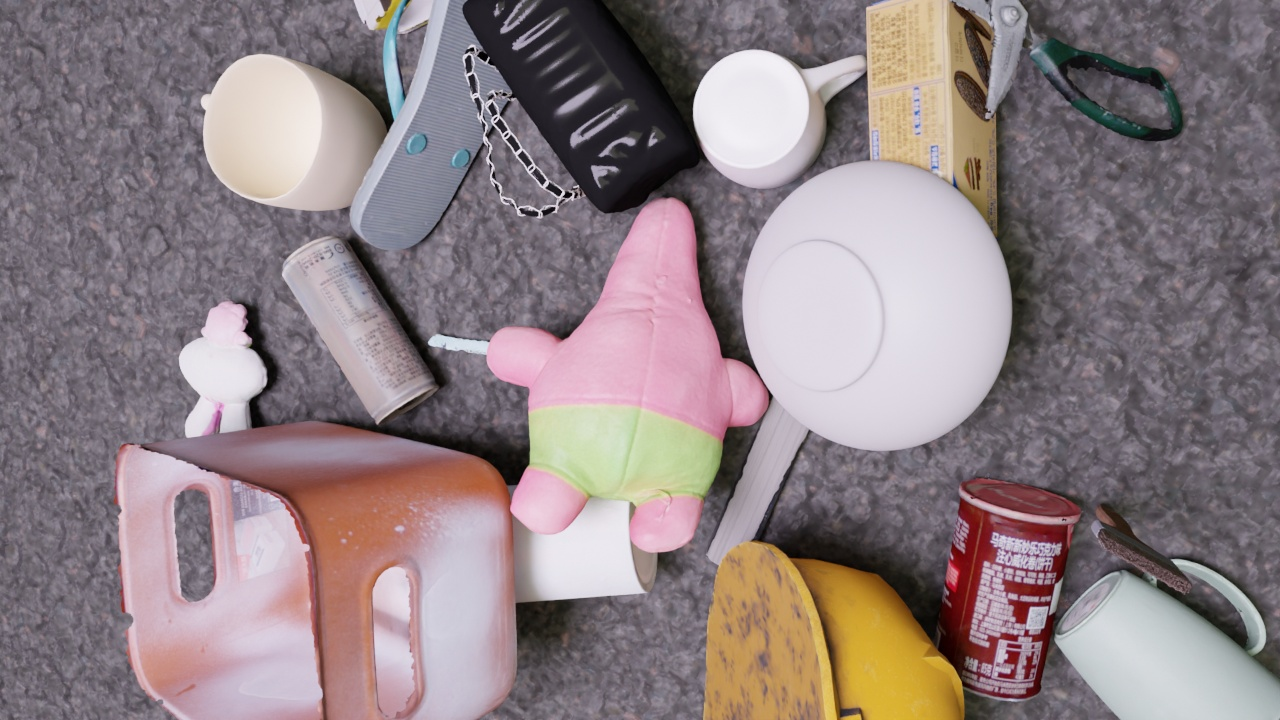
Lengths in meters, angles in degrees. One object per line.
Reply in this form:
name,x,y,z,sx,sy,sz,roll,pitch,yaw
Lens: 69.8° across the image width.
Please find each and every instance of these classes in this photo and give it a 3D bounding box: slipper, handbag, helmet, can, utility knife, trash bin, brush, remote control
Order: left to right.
trash bin,-0.212,0.143,0.604,0.260,0.157,0.181,5,99,42
can,-0.206,-0.023,0.675,0.054,0.054,0.135,-33,89,15
slipper,-0.127,-0.199,0.623,0.055,0.098,0.269,41,114,28
utility knife,-0.072,0.000,0.665,0.177,0.015,0.022,7,91,13
handbag,-0.042,-0.158,0.579,0.115,0.125,0.153,-39,86,15
remote control,0.083,0.085,0.640,0.033,0.013,0.136,23,101,9
helmet,0.128,0.233,0.576,0.131,0.205,0.256,-1,115,-14
brush,0.279,0.100,0.527,0.045,0.143,0.008,31,102,17

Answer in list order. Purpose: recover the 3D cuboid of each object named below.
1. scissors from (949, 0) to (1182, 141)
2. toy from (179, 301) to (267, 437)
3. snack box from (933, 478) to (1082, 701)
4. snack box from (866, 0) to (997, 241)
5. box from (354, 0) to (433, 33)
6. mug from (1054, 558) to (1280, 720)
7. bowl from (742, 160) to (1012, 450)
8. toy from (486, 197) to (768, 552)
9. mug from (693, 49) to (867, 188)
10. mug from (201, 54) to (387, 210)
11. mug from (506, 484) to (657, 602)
scissors,0.243,-0.209,0.535,0.203,0.015,0.201,21,71,-17
toy,-0.325,0.014,0.718,0.079,0.038,0.123,14,101,24
snack box,0.229,0.144,0.583,0.072,0.072,0.121,9,100,12
snack box,0.179,-0.114,0.560,0.056,0.057,0.207,4,101,47
box,-0.197,-0.334,0.635,0.067,0.069,0.210,-19,92,35
mug,0.328,0.176,0.565,0.111,0.084,0.104,-42,73,-12
bowl,0.122,-0.029,0.545,0.177,0.066,0.177,12,106,46
toy,-0.004,0.003,0.598,0.192,0.097,0.236,13,75,-6
mug,0.088,-0.158,0.567,0.114,0.087,0.081,-27,90,15
mug,-0.240,-0.157,0.642,0.120,0.099,0.096,25,100,15
mug,-0.048,0.125,0.642,0.105,0.082,0.082,-7,96,14
